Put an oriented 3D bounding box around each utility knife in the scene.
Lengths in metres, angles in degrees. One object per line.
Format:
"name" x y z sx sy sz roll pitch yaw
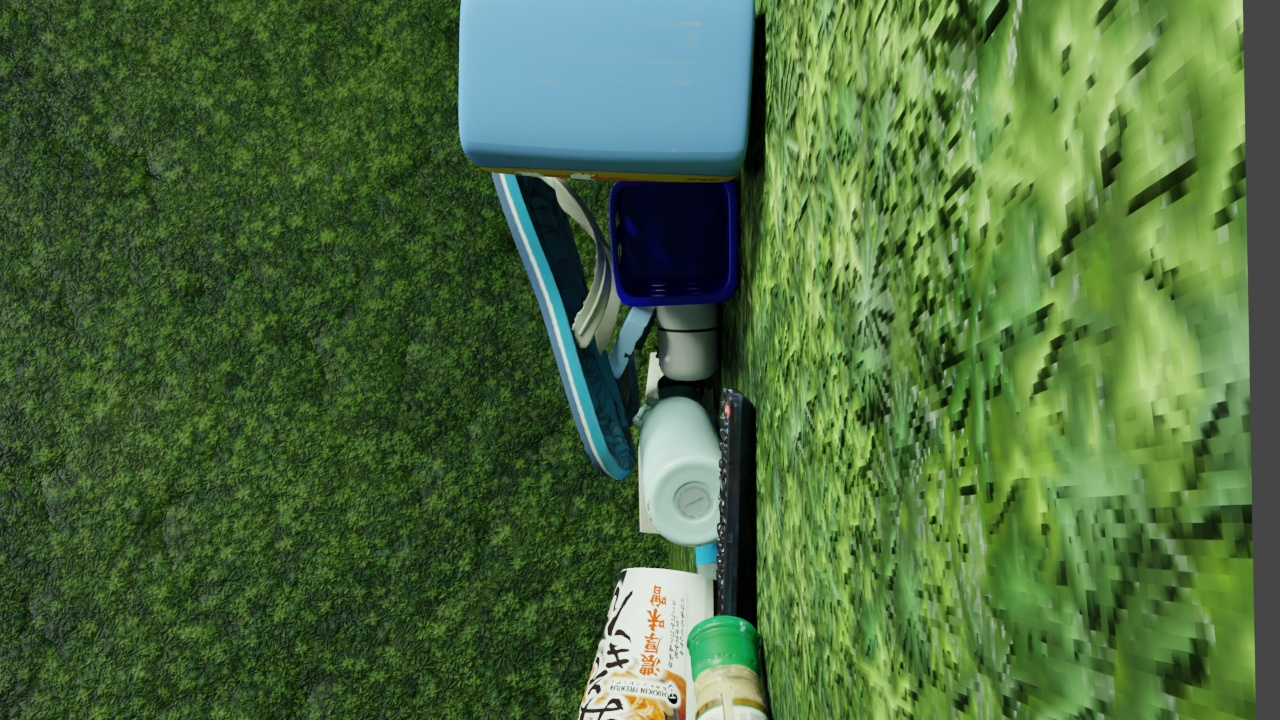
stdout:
"utility knife" 0.059 0.106 0.800 0.015 0.031 0.174 24 -122 -44

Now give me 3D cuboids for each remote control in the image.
"remote control" 0.059 0.093 0.554 0.047 0.022 0.150 -85 -5 -85

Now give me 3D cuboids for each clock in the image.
"clock" 0.040 0.003 0.880 0.090 0.053 0.124 -84 -6 -81

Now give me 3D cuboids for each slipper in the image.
"slipper" -0.042 -0.057 0.686 0.118 0.060 0.294 16 -124 -79

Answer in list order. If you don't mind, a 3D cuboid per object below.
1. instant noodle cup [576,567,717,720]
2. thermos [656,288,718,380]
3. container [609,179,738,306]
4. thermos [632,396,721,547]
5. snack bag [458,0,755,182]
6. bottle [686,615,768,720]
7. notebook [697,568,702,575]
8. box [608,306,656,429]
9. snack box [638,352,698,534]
"instant noodle cup" 0.019 0.222 0.673 0.124 0.123 0.121 88 -170 -68
"thermos" 0.038 -0.095 0.754 0.052 0.052 0.224 -90 -1 -80
"container" 0.023 -0.089 0.655 0.113 0.084 0.085 -85 -8 -78
"thermos" 0.033 0.077 0.706 0.065 0.078 0.206 -58 6 7
"snack bag" -0.016 -0.160 0.565 0.205 0.159 0.102 -78 -9 -82
"bottle" 0.049 0.191 0.485 0.110 0.043 0.043 -93 2 -53
"notebook" 0.066 0.215 0.900 0.142 0.009 0.210 -92 1 -65
"box" -0.011 0.004 0.833 0.209 0.034 0.127 -56 -22 -80
"snack box" 0.033 0.083 0.978 0.207 0.057 0.104 -81 -9 -63
